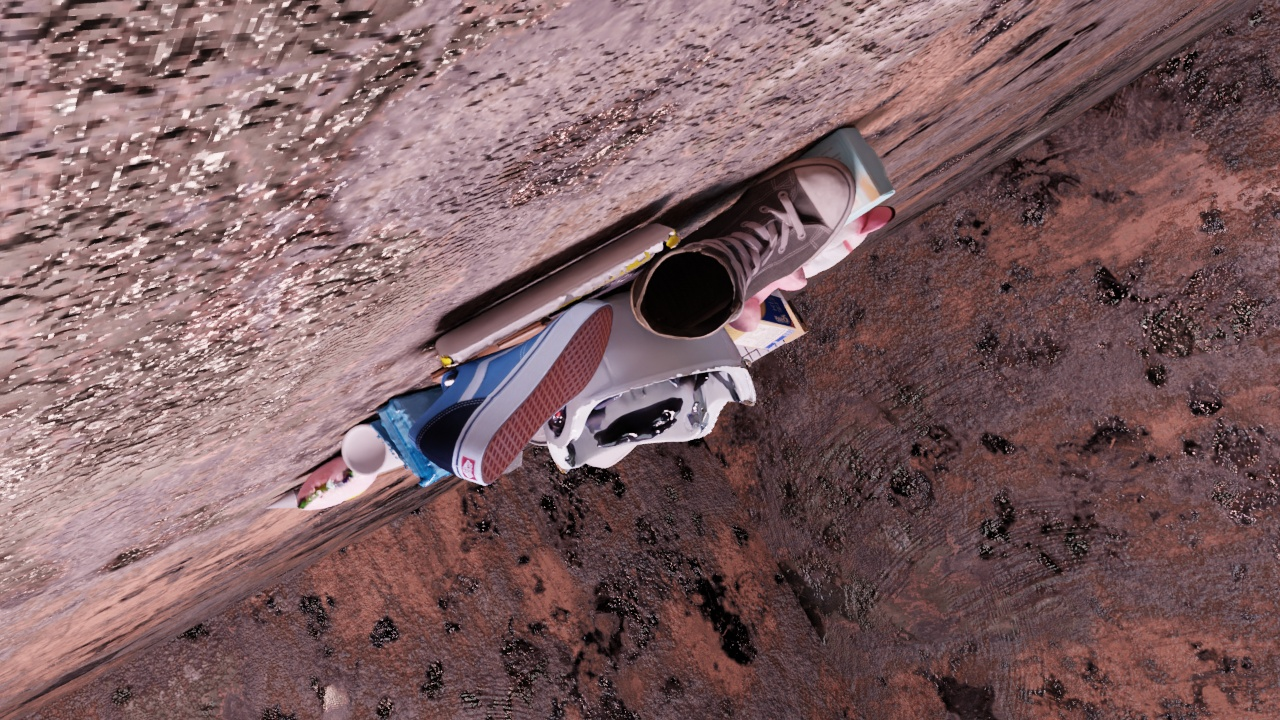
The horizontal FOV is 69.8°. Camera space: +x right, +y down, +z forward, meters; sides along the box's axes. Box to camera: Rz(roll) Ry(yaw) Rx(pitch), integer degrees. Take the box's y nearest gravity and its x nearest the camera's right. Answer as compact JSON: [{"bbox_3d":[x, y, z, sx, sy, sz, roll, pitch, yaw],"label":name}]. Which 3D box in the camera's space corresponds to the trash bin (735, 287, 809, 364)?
[{"bbox_3d":[0.110,-0.043,1.395,0.247,0.142,0.142,-31,176,13],"label":"trash bin"}]

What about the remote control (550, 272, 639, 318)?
[{"bbox_3d":[-0.035,-0.075,0.903,0.124,0.009,0.047,-28,176,-24],"label":"remote control"}]

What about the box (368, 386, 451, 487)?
[{"bbox_3d":[-0.197,0.072,0.990,0.049,0.093,0.231,-32,177,18],"label":"box"}]

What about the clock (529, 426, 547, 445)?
[{"bbox_3d":[-0.148,0.060,1.237,0.148,0.104,0.056,3,-154,32],"label":"clock"}]

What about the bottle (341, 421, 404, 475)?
[{"bbox_3d":[-0.253,0.084,1.011,0.052,0.052,0.195,-31,176,13],"label":"bottle"}]

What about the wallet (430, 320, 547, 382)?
[{"bbox_3d":[-0.146,-0.007,0.919,0.121,0.013,0.087,-27,176,0],"label":"wallet"}]

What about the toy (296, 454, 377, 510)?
[{"bbox_3d":[-0.335,0.132,1.044,0.102,0.050,0.093,-28,-179,13],"label":"toy"}]

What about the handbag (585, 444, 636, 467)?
[{"bbox_3d":[-0.027,0.022,1.266,0.095,0.215,0.223,21,134,-34],"label":"handbag"}]

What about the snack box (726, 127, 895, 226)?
[{"bbox_3d":[0.153,-0.148,0.895,0.175,0.075,0.053,-33,176,34],"label":"snack box"}]

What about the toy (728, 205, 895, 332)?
[{"bbox_3d":[0.165,-0.127,1.014,0.213,0.084,0.142,-34,-156,5],"label":"toy"}]

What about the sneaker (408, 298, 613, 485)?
[{"bbox_3d":[-0.112,0.006,0.801,0.240,0.098,0.084,-49,153,-45],"label":"sneaker"}]

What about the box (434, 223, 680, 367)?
[{"bbox_3d":[-0.071,-0.052,0.751,0.209,0.039,0.130,-29,-172,-9],"label":"box"}]

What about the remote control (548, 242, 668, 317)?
[{"bbox_3d":[-0.029,-0.079,0.863,0.136,0.015,0.032,-30,176,-25],"label":"remote control"}]

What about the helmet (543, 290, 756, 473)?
[{"bbox_3d":[-0.006,0.006,1.021,0.236,0.163,0.265,-14,163,-17],"label":"helmet"}]

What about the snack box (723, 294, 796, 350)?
[{"bbox_3d":[0.123,-0.059,1.176,0.056,0.057,0.206,-37,155,28],"label":"snack box"}]

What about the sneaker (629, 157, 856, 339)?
[{"bbox_3d":[0.094,-0.098,0.807,0.235,0.095,0.120,-29,-172,4],"label":"sneaker"}]

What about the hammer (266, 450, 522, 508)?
[{"bbox_3d":[-0.297,0.127,1.143,0.321,0.043,0.156,-18,140,-25],"label":"hammer"}]
